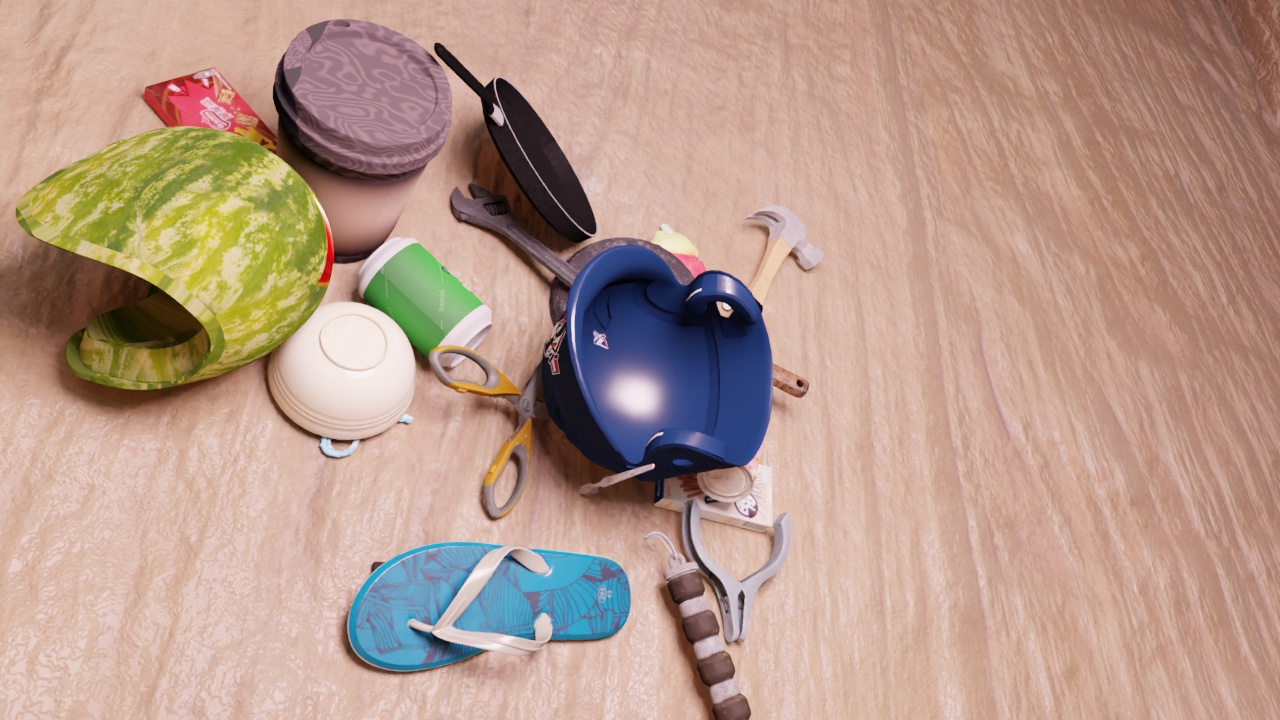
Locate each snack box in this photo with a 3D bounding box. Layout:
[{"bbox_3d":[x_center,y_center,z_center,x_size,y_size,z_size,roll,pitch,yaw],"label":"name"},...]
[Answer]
[{"bbox_3d":[0.089,0.151,1.102,0.150,0.026,0.081,17,55,-20],"label":"snack box"},{"bbox_3d":[-0.485,-0.271,1.048,0.133,0.021,0.089,48,50,5],"label":"snack box"}]

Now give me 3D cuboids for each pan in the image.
[{"bbox_3d":[-0.149,-0.264,1.083,0.225,0.034,0.356,66,13,23],"label":"pan"},{"bbox_3d":[0.058,-0.039,1.152,0.357,0.040,0.207,24,62,-1],"label":"pan"}]

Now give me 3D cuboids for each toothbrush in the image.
[{"bbox_3d":[-0.024,0.125,0.957,0.010,0.182,0.010,15,69,-23],"label":"toothbrush"},{"bbox_3d":[0.079,-0.132,1.277,0.022,0.015,0.154,-32,80,-41],"label":"toothbrush"}]

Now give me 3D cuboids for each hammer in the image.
[{"bbox_3d":[0.159,-0.089,1.267,0.131,0.039,0.327,44,52,-20],"label":"hammer"},{"bbox_3d":[0.083,0.329,0.954,0.176,0.080,0.326,-7,65,-32],"label":"hammer"}]

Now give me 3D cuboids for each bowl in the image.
[{"bbox_3d":[-0.297,-0.002,0.938,0.150,0.076,0.150,13,56,-20],"label":"bowl"}]

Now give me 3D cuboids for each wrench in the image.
[{"bbox_3d":[-0.129,-0.137,1.128,0.273,0.018,0.072,39,49,15],"label":"wrench"}]

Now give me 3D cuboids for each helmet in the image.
[{"bbox_3d":[-0.414,-0.105,0.858,0.243,0.214,0.246,8,41,-2],"label":"helmet"},{"bbox_3d":[-0.006,0.006,0.982,0.272,0.224,0.231,51,46,-46],"label":"helmet"}]

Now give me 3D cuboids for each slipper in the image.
[{"bbox_3d":[-0.132,0.233,0.899,0.294,0.060,0.118,4,69,-28],"label":"slipper"}]

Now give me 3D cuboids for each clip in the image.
[{"bbox_3d":[0.117,0.217,1.054,0.165,0.032,0.164,-36,89,-29],"label":"clip"}]

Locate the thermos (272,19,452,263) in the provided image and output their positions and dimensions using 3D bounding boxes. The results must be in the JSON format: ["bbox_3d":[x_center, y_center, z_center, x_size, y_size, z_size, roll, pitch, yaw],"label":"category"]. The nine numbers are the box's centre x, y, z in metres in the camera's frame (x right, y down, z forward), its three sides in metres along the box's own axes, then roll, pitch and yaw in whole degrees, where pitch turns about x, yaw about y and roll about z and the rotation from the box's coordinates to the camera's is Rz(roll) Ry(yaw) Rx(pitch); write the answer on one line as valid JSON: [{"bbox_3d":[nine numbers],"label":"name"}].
[{"bbox_3d":[-0.309,-0.219,0.979,0.172,0.227,0.172,14,56,-21],"label":"thermos"}]

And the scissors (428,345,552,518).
[{"bbox_3d":[-0.145,0.052,0.999,0.230,0.016,0.224,42,53,-32],"label":"scissors"}]

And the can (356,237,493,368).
[{"bbox_3d":[-0.238,-0.064,1.014,0.140,0.088,0.087,43,50,1],"label":"can"}]

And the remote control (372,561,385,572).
[{"bbox_3d":[-0.196,0.218,0.914,0.140,0.009,0.030,8,58,-25],"label":"remote control"}]

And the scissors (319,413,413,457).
[{"bbox_3d":[-0.306,0.037,0.964,0.140,0.011,0.133,37,53,-3],"label":"scissors"}]

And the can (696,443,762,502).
[{"bbox_3d":[0.103,0.115,1.060,0.067,0.067,0.076,33,35,-7],"label":"can"}]

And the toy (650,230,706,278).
[{"bbox_3d":[0.049,-0.115,1.231,0.091,0.045,0.135,1,63,-24],"label":"toy"}]
